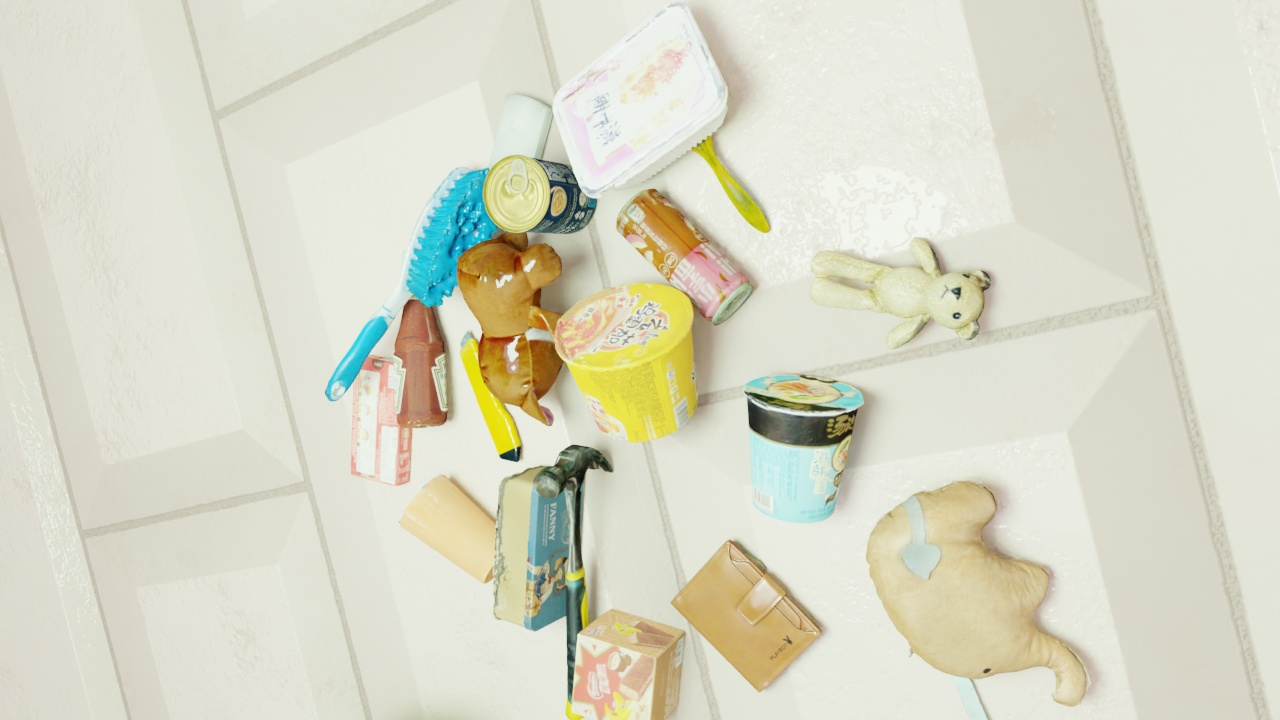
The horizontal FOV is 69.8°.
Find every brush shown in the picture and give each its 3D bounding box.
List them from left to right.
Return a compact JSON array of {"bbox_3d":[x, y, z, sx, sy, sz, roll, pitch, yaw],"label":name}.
[{"bbox_3d":[-0.252,-0.075,1.010,0.109,0.060,0.314,30,93,45],"label":"brush"}]

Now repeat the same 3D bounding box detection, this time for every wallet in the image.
[{"bbox_3d":[0.109,0.263,0.947,0.132,0.031,0.108,44,114,13],"label":"wallet"}]

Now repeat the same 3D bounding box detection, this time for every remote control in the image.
[{"bbox_3d":[-0.137,-0.221,1.004,0.056,0.019,0.135,23,107,22],"label":"remote control"}]

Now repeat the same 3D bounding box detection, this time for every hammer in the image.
[{"bbox_3d":[-0.067,0.243,0.997,0.032,0.125,0.324,8,110,23],"label":"hammer"}]

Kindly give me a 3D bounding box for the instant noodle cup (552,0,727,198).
[{"bbox_3d":[0.008,-0.244,0.896,0.174,0.060,0.138,-31,65,27],"label":"instant noodle cup"}]

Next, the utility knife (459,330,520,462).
[{"bbox_3d":[-0.174,0.043,1.060,0.033,0.015,0.164,-23,86,21],"label":"utility knife"}]

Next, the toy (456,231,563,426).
[{"bbox_3d":[-0.126,-0.035,0.971,0.140,0.130,0.200,37,133,57],"label":"toy"}]

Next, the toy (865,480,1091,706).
[{"bbox_3d":[0.296,0.220,0.818,0.143,0.082,0.226,-35,91,13],"label":"toy"}]

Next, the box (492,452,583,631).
[{"bbox_3d":[-0.112,0.198,1.011,0.061,0.089,0.184,11,103,30],"label":"box"}]

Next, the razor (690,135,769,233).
[{"bbox_3d":[0.086,-0.179,0.902,0.043,0.028,0.132,-36,83,21],"label":"razor"}]

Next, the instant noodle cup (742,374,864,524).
[{"bbox_3d":[0.150,0.086,0.869,0.111,0.111,0.120,9,109,24],"label":"instant noodle cup"}]

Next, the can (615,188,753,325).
[{"bbox_3d":[0.042,-0.104,0.913,0.147,0.057,0.058,46,113,13],"label":"can"}]

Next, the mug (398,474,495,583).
[{"bbox_3d":[-0.209,0.200,1.068,0.123,0.078,0.078,37,111,12],"label":"mug"}]

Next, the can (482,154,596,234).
[{"bbox_3d":[-0.100,-0.168,0.944,0.075,0.111,0.075,3,97,23],"label":"can"}]

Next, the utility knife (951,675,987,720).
[{"bbox_3d":[0.287,0.260,0.868,0.034,0.018,0.236,-25,87,24],"label":"utility knife"}]

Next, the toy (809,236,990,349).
[{"bbox_3d":[0.229,-0.064,0.825,0.157,0.066,0.105,12,85,16],"label":"toy"}]

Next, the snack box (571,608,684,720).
[{"bbox_3d":[-0.013,0.335,0.987,0.094,0.076,0.093,10,101,24],"label":"snack box"}]

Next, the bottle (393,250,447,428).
[{"bbox_3d":[-0.257,-0.025,1.069,0.060,0.059,0.206,-2,90,26],"label":"bottle"}]

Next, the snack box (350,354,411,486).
[{"bbox_3d":[-0.318,0.073,1.127,0.075,0.025,0.153,9,101,25],"label":"snack box"}]

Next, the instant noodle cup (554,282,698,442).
[{"bbox_3d":[-0.005,0.005,0.902,0.138,0.137,0.110,5,131,25],"label":"instant noodle cup"}]
